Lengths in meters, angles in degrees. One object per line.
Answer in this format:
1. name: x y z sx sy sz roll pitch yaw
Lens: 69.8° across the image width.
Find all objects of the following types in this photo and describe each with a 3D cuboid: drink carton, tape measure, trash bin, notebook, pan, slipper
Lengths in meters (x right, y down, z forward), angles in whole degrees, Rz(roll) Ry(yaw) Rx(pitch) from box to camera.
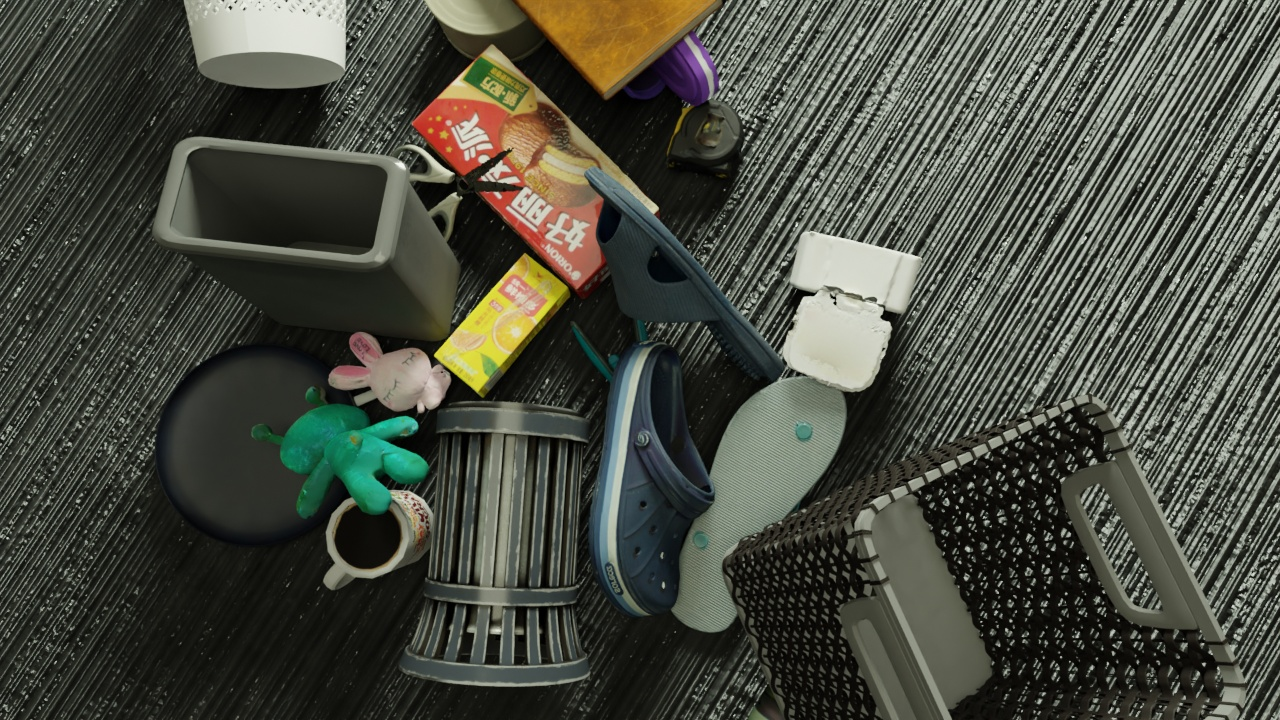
1. drink carton: -0.132 -0.035 0.890 0.058 0.043 0.134 39 81 6
2. tape measure: 0.066 -0.219 0.906 0.071 0.042 0.072 13 82 7
3. trash bin: -0.120 0.157 0.820 0.164 0.164 0.227 3 81 3
4. notebook: -0.040 -0.378 0.843 0.178 0.014 0.249 -40 73 -1
5. pan: -0.301 0.050 0.906 0.356 0.021 0.198 -24 84 -3
6. slipper: -0.036 -0.334 0.890 0.084 0.107 0.266 -35 77 -3
7. trash bin: -0.277 -0.097 0.814 0.192 0.220 0.097 6 76 3
8. trash bin: -0.362 -0.379 0.880 0.195 0.195 0.199 -4 93 2
9. slipper: 0.102 0.129 0.871 0.098 0.054 0.269 29 97 8
10. slipper: 0.026 -0.058 0.831 0.082 0.101 0.263 -43 110 4
11. slipper: 0.017 0.107 0.826 0.095 0.105 0.252 0 86 24

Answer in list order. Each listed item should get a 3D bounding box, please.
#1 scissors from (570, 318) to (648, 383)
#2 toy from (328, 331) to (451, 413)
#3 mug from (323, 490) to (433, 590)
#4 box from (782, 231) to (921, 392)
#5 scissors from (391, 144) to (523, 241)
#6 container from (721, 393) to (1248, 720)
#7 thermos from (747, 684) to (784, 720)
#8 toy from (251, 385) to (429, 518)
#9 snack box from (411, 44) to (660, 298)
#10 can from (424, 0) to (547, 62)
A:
1. scissors: -0.012 0.004 0.898 0.156 0.019 0.124 29 88 3
2. toy: -0.240 0.013 0.879 0.110 0.047 0.063 17 80 6
3. mug: -0.250 0.171 0.856 0.073 0.089 0.105 43 87 6
4. box: 0.187 -0.042 0.845 0.108 0.128 0.137 12 99 3
5. scissors: -0.182 -0.162 0.881 0.158 0.012 0.162 33 124 17
6. container: 0.240 0.200 0.717 0.245 0.244 0.247 -21 83 -25
7. thermos: 0.117 0.386 0.824 0.082 0.082 0.231 22 85 5
8. toy: -0.270 0.079 0.831 0.193 0.072 0.130 21 50 39
9. snack box: -0.101 -0.183 0.900 0.113 0.060 0.236 -44 84 -1
10. can: -0.148 -0.369 0.914 0.128 0.073 0.127 0 84 3
